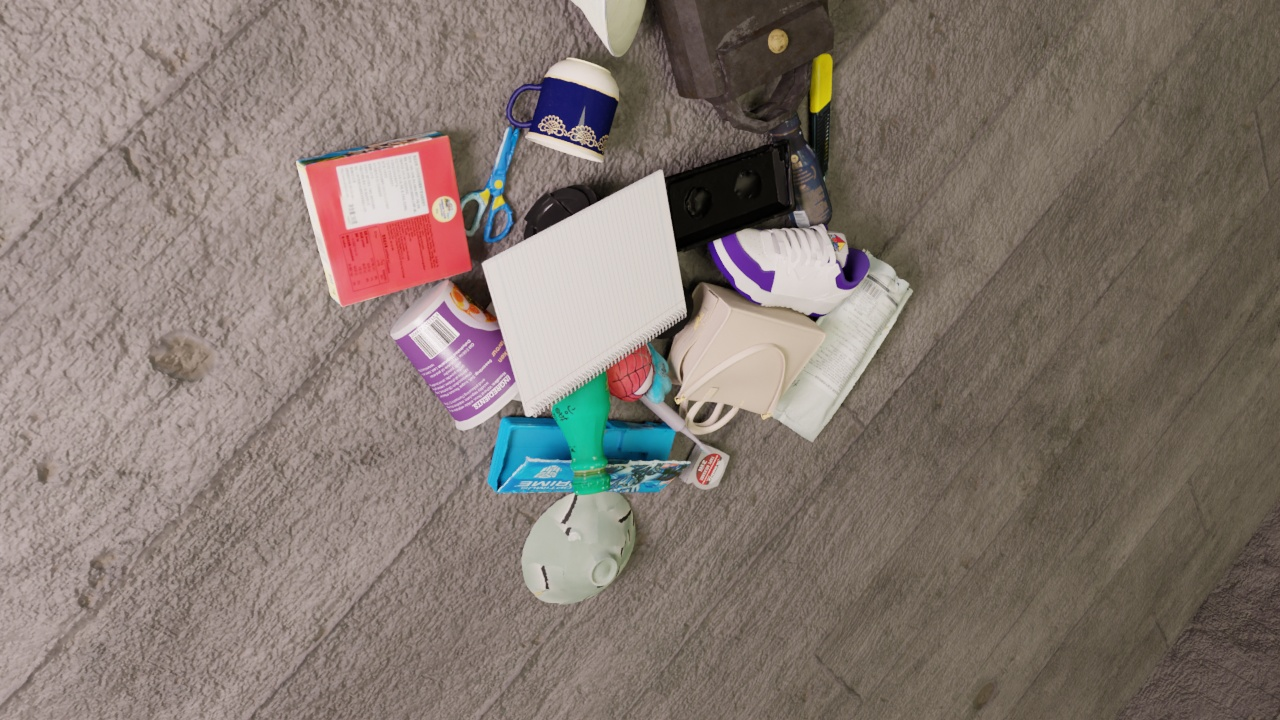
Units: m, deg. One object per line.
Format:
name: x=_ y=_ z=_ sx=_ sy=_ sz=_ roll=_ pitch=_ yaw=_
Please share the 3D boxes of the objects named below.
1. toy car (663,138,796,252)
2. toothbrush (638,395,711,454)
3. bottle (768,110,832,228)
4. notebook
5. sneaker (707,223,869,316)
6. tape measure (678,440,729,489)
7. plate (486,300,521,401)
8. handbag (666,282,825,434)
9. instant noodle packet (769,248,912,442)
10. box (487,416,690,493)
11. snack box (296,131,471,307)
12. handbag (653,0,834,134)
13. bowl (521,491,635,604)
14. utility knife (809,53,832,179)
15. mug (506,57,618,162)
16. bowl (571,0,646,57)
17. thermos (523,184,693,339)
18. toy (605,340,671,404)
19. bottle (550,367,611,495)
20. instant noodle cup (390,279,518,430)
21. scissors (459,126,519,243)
toy car: x=0.091 y=-0.201 z=1.097 sx=0.191 sy=0.071 sz=0.094 roll=-23 pitch=119 yaw=-25
toothbrush: x=0.028 y=0.064 z=1.168 sx=0.188 sy=0.019 sz=0.018 roll=42 pitch=62 yaw=-23
bottle: x=0.200 y=-0.240 z=1.162 sx=0.056 sy=0.056 sz=0.161 roll=-37 pitch=125 yaw=-16
notebook: x=-0.045 y=-0.071 z=0.959 sx=0.244 sy=0.013 sz=0.178 roll=-34 pitch=127 yaw=-33
sneaker: x=0.199 y=-0.128 z=1.159 sx=0.243 sy=0.091 sz=0.111 roll=14 pitch=141 yaw=-41
tape measure: x=0.089 y=0.146 z=1.271 sx=0.062 sy=0.020 sz=0.060 roll=24 pitch=95 yaw=-38
plate: x=-0.116 y=-0.024 z=1.067 sx=0.156 sy=0.014 sz=0.157 roll=-12 pitch=114 yaw=-29
handbag: x=0.118 y=0.015 z=1.200 sx=0.194 sy=0.101 sz=0.198 roll=12 pitch=114 yaw=-36
instant noodle packet: x=0.281 y=-0.019 z=1.321 sx=0.146 sy=0.057 sz=0.269 roll=32 pitch=95 yaw=-36
box: x=-0.056 y=0.128 z=1.125 sx=0.243 sy=0.085 sz=0.092 roll=5 pitch=107 yaw=-35
snack box: x=-0.250 y=-0.142 z=0.913 sx=0.144 sy=0.040 sz=0.143 roll=-20 pitch=119 yaw=-27
handbag: x=0.129 y=-0.357 z=1.038 sx=0.197 sy=0.102 sz=0.199 roll=-32 pitch=123 yaw=-19
bowl: x=-0.063 y=0.255 z=1.185 sx=0.174 sy=0.068 sz=0.174 roll=-14 pitch=118 yaw=-28
utility knife: x=0.231 y=-0.298 z=1.183 sx=0.028 sy=0.020 sz=0.188 roll=-16 pitch=116 yaw=-26
mug: x=-0.079 y=-0.267 z=0.956 sx=0.112 sy=0.085 sz=0.089 roll=16 pitch=98 yaw=-11
bowl: x=-0.035 y=-0.398 z=0.913 sx=0.176 sy=0.058 sz=0.176 roll=14 pitch=89 yaw=-81
thermos: x=-0.029 y=-0.102 z=1.045 sx=0.218 sy=0.106 sz=0.106 roll=35 pitch=88 yaw=-43
toy: x=-0.007 y=0.006 z=1.102 sx=0.132 sy=0.062 sz=0.092 roll=18 pitch=65 yaw=-44
bottle: x=-0.068 y=0.045 z=1.032 sx=0.068 sy=0.068 sz=0.209 roll=-9 pitch=92 yaw=-31
instant noodle cup: x=-0.184 y=-0.018 z=0.963 sx=0.136 sy=0.122 sz=0.122 roll=-45 pitch=111 yaw=-8
scissors: x=-0.150 y=-0.187 z=0.980 sx=0.070 sy=0.022 sz=0.130 roll=19 pitch=95 yaw=-36
